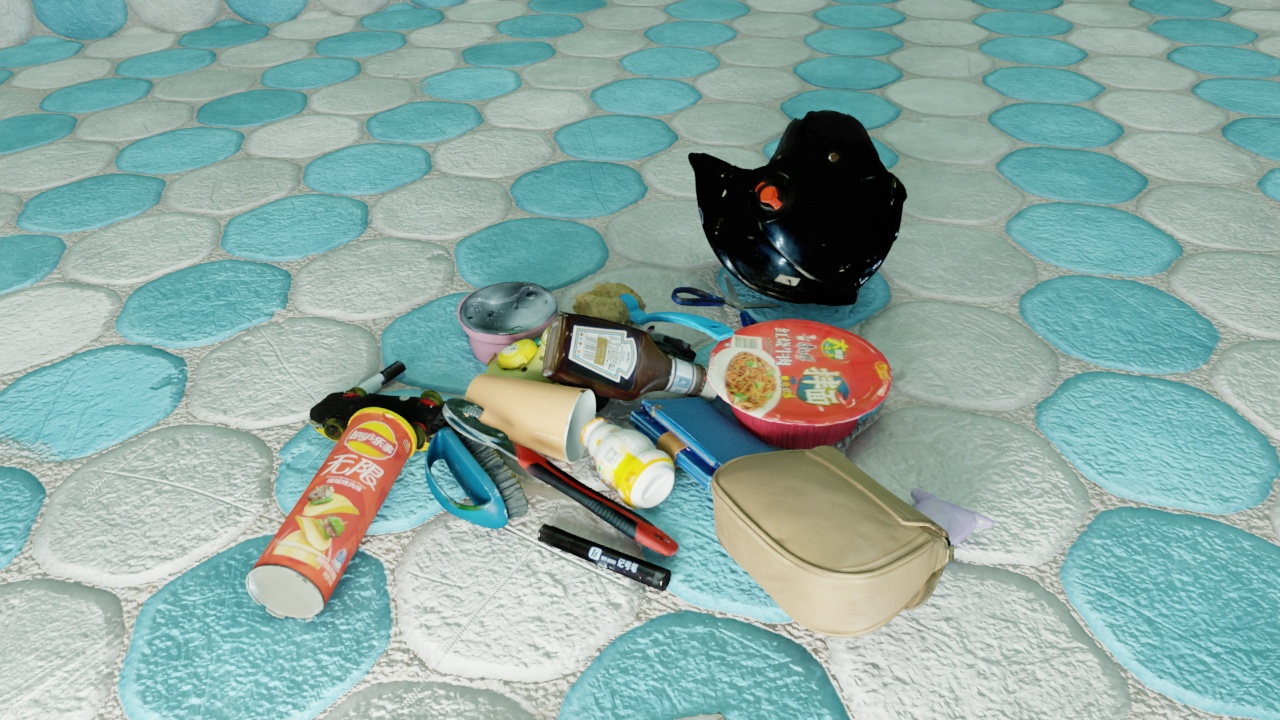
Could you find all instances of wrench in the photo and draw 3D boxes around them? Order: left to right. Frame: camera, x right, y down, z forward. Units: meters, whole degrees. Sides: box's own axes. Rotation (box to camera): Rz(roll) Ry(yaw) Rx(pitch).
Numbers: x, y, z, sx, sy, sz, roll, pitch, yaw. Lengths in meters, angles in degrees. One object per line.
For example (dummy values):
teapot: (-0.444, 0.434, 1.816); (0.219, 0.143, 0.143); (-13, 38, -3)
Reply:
wrench: (-0.082, 0.108, 0.868); (0.273, 0.016, 0.056); (30, 16, 18)

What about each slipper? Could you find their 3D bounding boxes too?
slipper: (-0.090, -0.007, 1.026); (0.190, 0.082, 0.091); (-14, 27, -5)

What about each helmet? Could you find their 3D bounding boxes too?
helmet: (0.191, -0.187, 1.149); (0.275, 0.230, 0.233); (6, 6, 4)

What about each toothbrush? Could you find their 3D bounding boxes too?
toothbrush: (-0.018, 0.003, 1.076); (0.014, 0.018, 0.188); (6, 34, 21)

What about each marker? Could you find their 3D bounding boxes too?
marker: (-0.317, 0.037, 1.038); (0.023, 0.018, 0.130); (-16, 18, 43)
marker: (-0.033, 0.176, 0.826); (0.132, 0.020, 0.022); (16, 9, 25)

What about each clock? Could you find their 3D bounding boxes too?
clock: (-0.163, -0.052, 1.125); (0.117, 0.060, 0.158); (-14, 38, -15)

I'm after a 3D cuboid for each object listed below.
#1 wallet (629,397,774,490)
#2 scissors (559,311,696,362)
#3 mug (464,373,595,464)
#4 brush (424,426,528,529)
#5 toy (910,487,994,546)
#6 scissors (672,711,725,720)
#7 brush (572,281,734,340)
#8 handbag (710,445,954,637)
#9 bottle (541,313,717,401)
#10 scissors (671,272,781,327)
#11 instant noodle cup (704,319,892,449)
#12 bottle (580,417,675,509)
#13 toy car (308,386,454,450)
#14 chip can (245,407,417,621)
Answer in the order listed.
wallet: (0.066, 0.082, 0.928); (0.106, 0.040, 0.133); (-5, 29, -40)
scissors: (-0.018, -0.037, 1.075); (0.174, 0.014, 0.137); (25, -11, -13)
mug: (-0.116, 0.054, 0.947); (0.123, 0.078, 0.078); (14, 38, 17)
brush: (-0.168, 0.113, 0.889); (0.073, 0.055, 0.144); (-22, 40, -27)
toy: (0.250, 0.155, 0.824); (0.107, 0.039, 0.084); (-32, 33, -27)
scissors: (-0.042, 0.299, 0.654); (0.196, 0.015, 0.214); (18, 38, 26)
brush: (0.013, -0.055, 1.093); (0.083, 0.046, 0.255); (-20, 23, -36)
handbag: (0.154, 0.150, 0.781); (0.147, 0.100, 0.204); (-15, 27, -20)
bottle: (-0.006, 0.006, 0.984); (0.194, 0.044, 0.079); (14, 74, -22)
scissors: (0.111, -0.067, 1.129); (0.162, 0.012, 0.172); (13, 33, -18)
instant noodle cup: (0.166, 0.031, 0.983); (0.194, 0.066, 0.193); (-1, 35, 0)
bottle: (-0.016, 0.097, 0.899); (0.063, 0.063, 0.108); (-24, 41, -28)
toy car: (-0.274, 0.064, 0.978); (0.156, 0.041, 0.071); (5, 35, 7)
chip can: (-0.280, 0.134, 0.850); (0.073, 0.073, 0.216); (5, 36, 10)
